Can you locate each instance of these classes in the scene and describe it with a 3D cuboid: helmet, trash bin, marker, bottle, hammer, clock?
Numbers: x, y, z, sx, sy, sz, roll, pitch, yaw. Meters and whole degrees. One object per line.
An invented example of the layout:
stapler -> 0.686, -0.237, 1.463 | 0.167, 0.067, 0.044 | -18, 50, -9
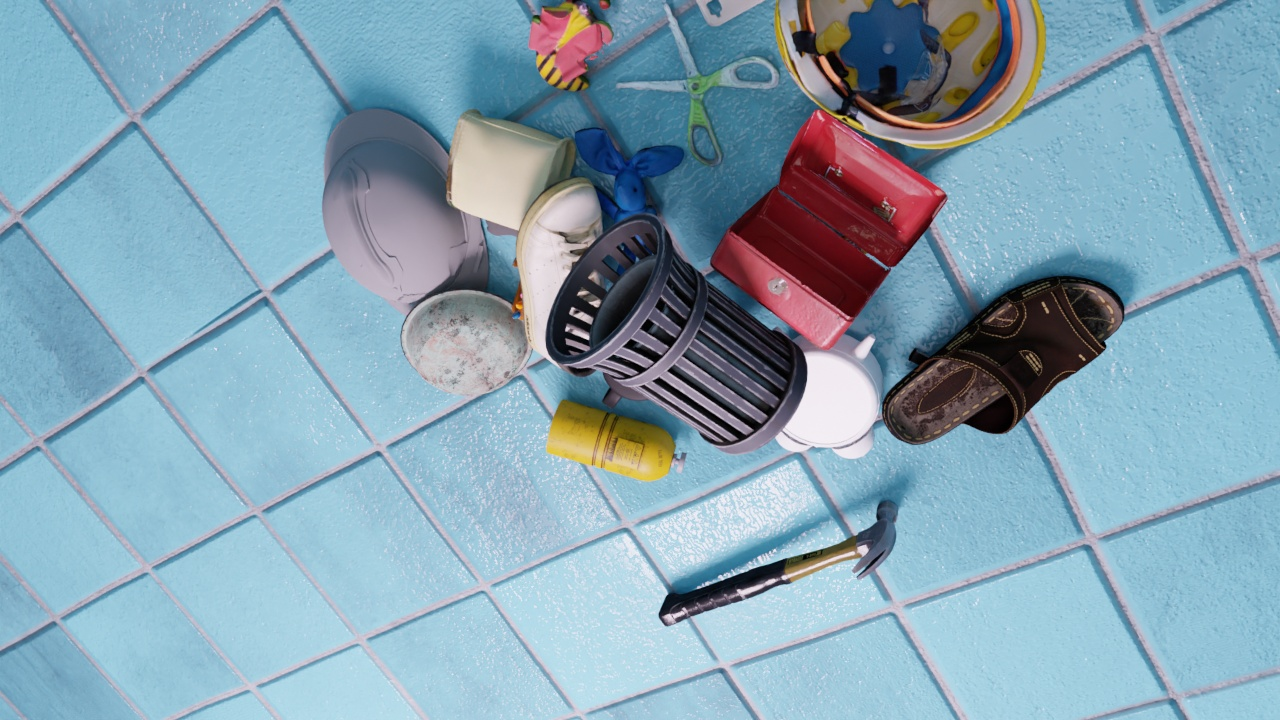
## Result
helmet -> -0.286, -0.140, 1.040 | 0.184, 0.117, 0.271 | -13, 112, 18
trash bin -> 0.045, -0.014, 0.918 | 0.227, 0.164, 0.165 | 34, 119, -30
marker -> 0.365, 0.025, 1.020 | 0.140, 0.016, 0.016 | 27, 117, 0
bottle -> -0.026, 0.103, 1.115 | 0.164, 0.070, 0.071 | 16, 116, 6
hammer -> 0.161, 0.267, 1.134 | 0.334, 0.117, 0.025 | -28, 103, 28
clock -> 0.208, 0.031, 1.033 | 0.125, 0.072, 0.161 | 6, 120, 20
helmet -> 0.232, -0.299, 0.833 | 0.240, 0.139, 0.209 | 42, 97, -8
bottle -> -0.120, -0.153, 1.041 | 0.110, 0.036, 0.036 | 10, 115, 9

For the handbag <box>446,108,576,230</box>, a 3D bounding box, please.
handbag -> -0.143, -0.202, 0.992 | 0.119, 0.081, 0.111 | 19, 105, 7

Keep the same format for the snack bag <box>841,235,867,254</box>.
snack bag -> 0.224, -0.123, 0.984 | 0.099, 0.020, 0.026 | -15, 107, 19

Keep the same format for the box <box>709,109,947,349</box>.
box -> 0.175, -0.115, 0.909 | 0.157, 0.154, 0.168 | 36, 79, 10

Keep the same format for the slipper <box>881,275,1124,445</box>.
slipper -> 0.379, 0.007, 0.963 | 0.268, 0.075, 0.113 | -34, 100, 15

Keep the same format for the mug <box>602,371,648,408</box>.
mug -> -0.006, 0.006, 1.057 | 0.078, 0.087, 0.114 | 34, 117, -4

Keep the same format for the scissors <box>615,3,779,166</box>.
scissors -> 0.062, -0.288, 0.954 | 0.174, 0.022, 0.171 | -12, 113, 23

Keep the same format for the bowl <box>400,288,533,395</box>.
bowl -> -0.205, -0.011, 1.089 | 0.157, 0.038, 0.158 | -4, 132, -4

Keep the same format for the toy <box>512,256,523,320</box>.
toy -> -0.127, -0.087, 1.037 | 0.071, 0.102, 0.090 | 26, 104, 16

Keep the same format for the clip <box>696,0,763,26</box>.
clip -> 0.089, -0.408, 0.870 | 0.125, 0.072, 0.143 | -24, 114, 19

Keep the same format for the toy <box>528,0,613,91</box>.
toy -> -0.074, -0.329, 0.949 | 0.084, 0.046, 0.104 | 14, 122, -9

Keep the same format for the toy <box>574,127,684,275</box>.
toy -> -0.004, -0.166, 0.993 | 0.113, 0.071, 0.176 | -4, 102, 12

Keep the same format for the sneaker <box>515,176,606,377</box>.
sneaker -> -0.072, -0.075, 0.982 | 0.102, 0.088, 0.242 | 49, 147, 35
